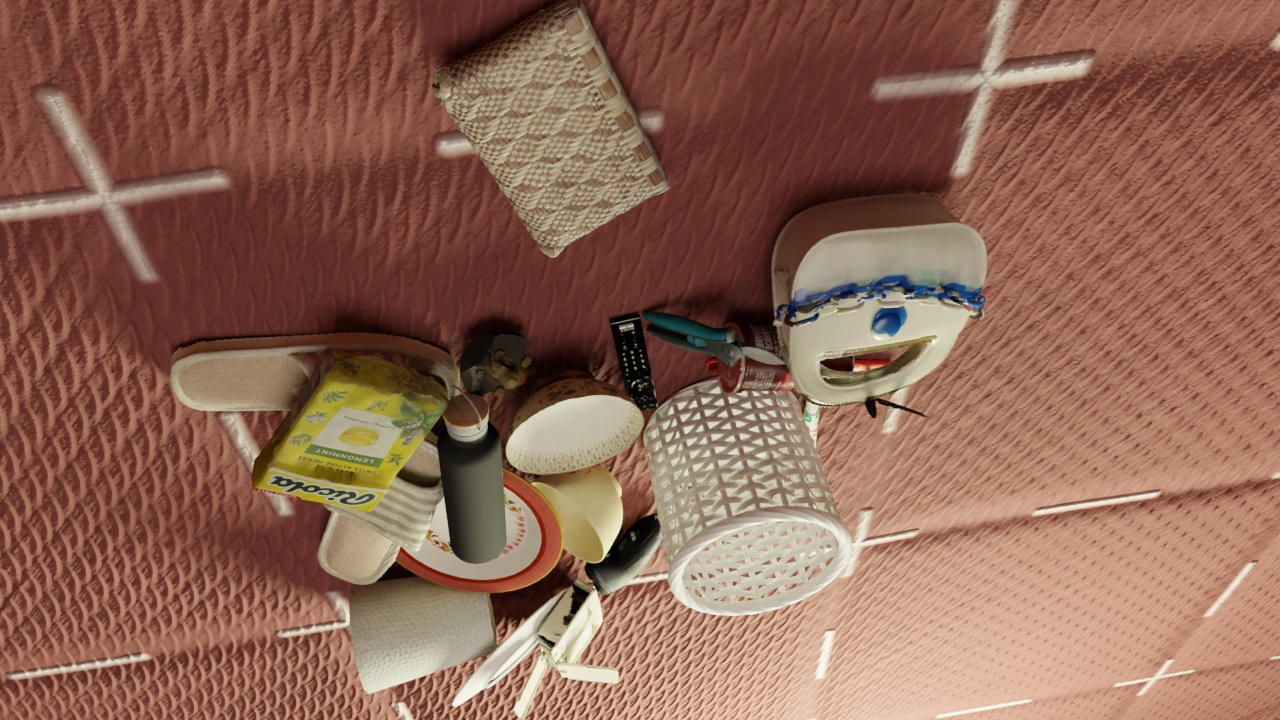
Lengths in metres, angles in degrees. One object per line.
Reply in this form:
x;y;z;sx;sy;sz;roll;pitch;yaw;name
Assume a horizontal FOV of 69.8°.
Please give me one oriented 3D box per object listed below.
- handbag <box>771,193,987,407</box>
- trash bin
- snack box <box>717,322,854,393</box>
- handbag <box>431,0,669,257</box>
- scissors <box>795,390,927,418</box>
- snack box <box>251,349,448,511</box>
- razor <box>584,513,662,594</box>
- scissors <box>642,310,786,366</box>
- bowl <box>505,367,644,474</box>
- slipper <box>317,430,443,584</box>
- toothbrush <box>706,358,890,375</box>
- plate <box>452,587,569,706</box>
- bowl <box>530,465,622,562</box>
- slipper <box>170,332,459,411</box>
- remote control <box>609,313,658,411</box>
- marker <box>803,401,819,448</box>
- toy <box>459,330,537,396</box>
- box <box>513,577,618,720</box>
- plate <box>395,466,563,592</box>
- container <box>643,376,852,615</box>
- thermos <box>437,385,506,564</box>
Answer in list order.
0.215;-0.042;0.844;0.200;0.093;0.200;-9;119;-7;handbag
-0.267;0.328;1.145;0.161;0.133;0.133;-11;137;-9;trash bin
0.145;-0.003;0.924;0.121;0.072;0.072;0;136;-14;snack box
-0.065;-0.177;0.713;0.124;0.047;0.186;-28;136;5;handbag
0.231;0.036;0.955;0.157;0.171;0.012;-19;114;-51;scissors
-0.269;0.070;0.854;0.121;0.045;0.181;19;129;-34;snack box
-0.020;0.241;1.158;0.063;0.053;0.141;13;131;-35;razor
0.067;-0.014;0.874;0.136;0.019;0.139;39;148;-6;scissors
-0.073;0.053;0.930;0.145;0.063;0.145;-14;147;-9;bowl
-0.287;0.170;1.005;0.114;0.053;0.273;32;126;-10;slipper
0.173;0.008;0.981;0.212;0.017;0.012;1;136;-13;toothbrush
-0.160;0.377;1.198;0.208;0.015;0.209;-43;166;-14;plate
-0.062;0.160;1.039;0.073;0.118;0.118;-42;149;-32;bowl
-0.305;0.029;0.871;0.262;0.052;0.115;2;134;-14;slipper
-0.006;0.006;0.943;0.030;0.009;0.140;-12;137;0;remote control
0.197;0.087;1.069;0.017;0.017;0.146;-10;137;-2;marker
-0.131;0.009;0.889;0.076;0.062;0.100;-47;148;5;toy
-0.086;0.400;1.190;0.099;0.183;0.144;28;154;19;box
-0.200;0.185;1.048;0.230;0.021;0.230;4;128;5;plate
0.107;0.144;0.984;0.189;0.186;0.190;-6;137;-6;container
-0.169;0.114;0.920;0.061;0.061;0.232;-4;135;-9;thermos
